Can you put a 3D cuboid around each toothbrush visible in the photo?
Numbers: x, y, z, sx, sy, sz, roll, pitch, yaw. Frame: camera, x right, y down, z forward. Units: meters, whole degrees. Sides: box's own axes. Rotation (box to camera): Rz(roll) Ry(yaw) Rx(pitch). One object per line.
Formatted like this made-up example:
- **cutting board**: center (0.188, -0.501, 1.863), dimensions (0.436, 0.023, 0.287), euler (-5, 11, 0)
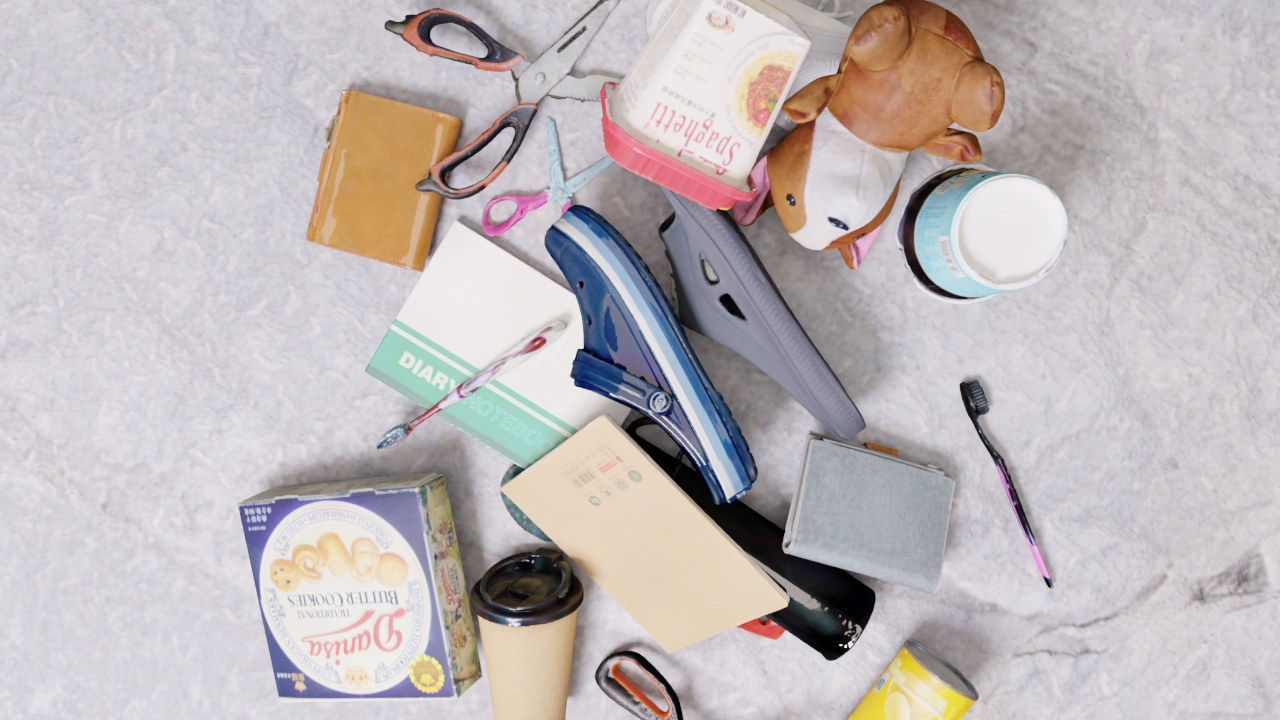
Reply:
- **toothbrush**: center (-0.140, 0.021, 0.753), dimensions (0.187, 0.017, 0.016), euler (-33, 92, 4)
- **toothbrush**: center (0.304, 0.101, 0.752), dimensions (0.017, 0.014, 0.189), euler (-25, 95, -6)

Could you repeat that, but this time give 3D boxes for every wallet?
- **wallet**: center (-0.213, -0.148, 0.754), dimensions (0.108, 0.031, 0.132), euler (14, 92, 4)
- **wallet**: center (0.184, 0.119, 0.738), dimensions (0.129, 0.037, 0.106), euler (17, 75, -9)

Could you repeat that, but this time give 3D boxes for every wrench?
- **wrench**: center (0.001, 0.167, 0.782), dimensions (0.273, 0.016, 0.056), euler (28, 98, 2)

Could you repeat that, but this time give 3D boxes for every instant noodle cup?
- **instant noodle cup**: center (0.257, -0.095, 0.678), dimensions (0.111, 0.120, 0.111), euler (1, 96, 4)
- **instant noodle cup**: center (0.045, -0.185, 0.619), dimensions (0.116, 0.116, 0.124), euler (21, 120, -18)

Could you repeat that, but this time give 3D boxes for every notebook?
- **notebook**: center (-0.105, 0.000, 0.767), dimensions (0.209, 0.012, 0.150), euler (32, 93, 0)
- **notebook**: center (-0.001, 0.146, 0.734), dimensions (0.207, 0.008, 0.148), euler (46, 130, -9)

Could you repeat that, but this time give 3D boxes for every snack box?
- **snack box**: center (-0.235, 0.193, 0.770), dimensions (0.178, 0.045, 0.182), euler (-8, 95, 20)

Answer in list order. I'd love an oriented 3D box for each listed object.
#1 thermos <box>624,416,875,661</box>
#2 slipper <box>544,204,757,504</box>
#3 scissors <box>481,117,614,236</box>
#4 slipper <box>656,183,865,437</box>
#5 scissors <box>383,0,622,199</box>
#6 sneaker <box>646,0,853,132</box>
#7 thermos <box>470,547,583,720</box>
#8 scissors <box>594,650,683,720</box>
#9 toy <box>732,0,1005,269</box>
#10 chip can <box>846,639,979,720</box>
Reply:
- **thermos**: center (0.078, 0.138, 0.749), dimensions (0.242, 0.068, 0.090), euler (35, 81, 0)
- **slipper**: center (-0.004, 0.004, 0.703), dimensions (0.095, 0.105, 0.253), euler (-32, 89, -5)
- **scissors**: center (-0.073, -0.133, 0.755), dimensions (0.135, 0.017, 0.133), euler (-8, 91, 7)
- **slipper**: center (0.071, -0.037, 0.709), dimensions (0.083, 0.110, 0.268), euler (-36, 95, 10)
- **scissors**: center (-0.099, -0.215, 0.733), dimensions (0.223, 0.015, 0.189), euler (10, 91, -5)
- **sneaker**: center (0.117, -0.234, 0.703), dimensions (0.242, 0.090, 0.090), euler (19, 132, -15)
- **thermos**: center (-0.093, 0.239, 0.766), dimensions (0.093, 0.093, 0.143), euler (1, 105, 4)
- **scissors**: center (0.035, 0.339, 0.767), dimensions (0.221, 0.021, 0.232), euler (-36, 78, 22)
- **toy**: center (0.157, -0.147, 0.645), dimensions (0.140, 0.130, 0.200), euler (27, 138, -10)
- **chip can**: center (0.187, 0.336, 0.759), dimensions (0.072, 0.072, 0.213), euler (34, 97, 0)
